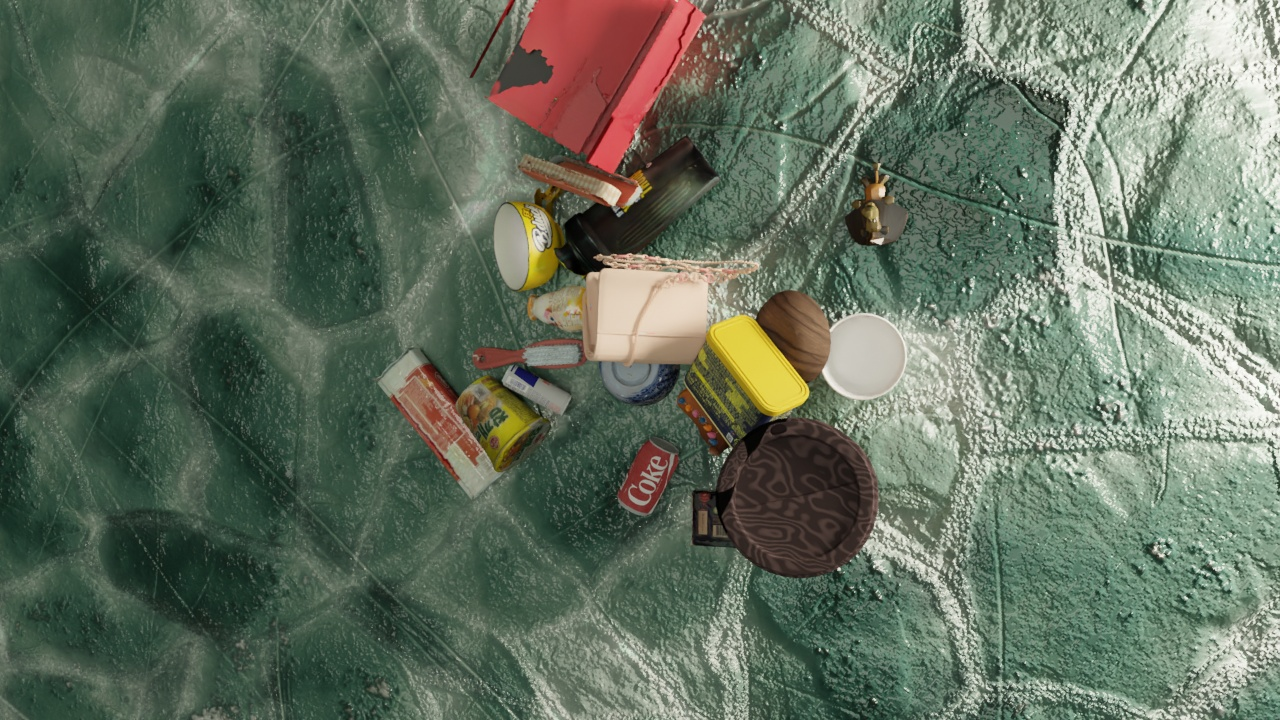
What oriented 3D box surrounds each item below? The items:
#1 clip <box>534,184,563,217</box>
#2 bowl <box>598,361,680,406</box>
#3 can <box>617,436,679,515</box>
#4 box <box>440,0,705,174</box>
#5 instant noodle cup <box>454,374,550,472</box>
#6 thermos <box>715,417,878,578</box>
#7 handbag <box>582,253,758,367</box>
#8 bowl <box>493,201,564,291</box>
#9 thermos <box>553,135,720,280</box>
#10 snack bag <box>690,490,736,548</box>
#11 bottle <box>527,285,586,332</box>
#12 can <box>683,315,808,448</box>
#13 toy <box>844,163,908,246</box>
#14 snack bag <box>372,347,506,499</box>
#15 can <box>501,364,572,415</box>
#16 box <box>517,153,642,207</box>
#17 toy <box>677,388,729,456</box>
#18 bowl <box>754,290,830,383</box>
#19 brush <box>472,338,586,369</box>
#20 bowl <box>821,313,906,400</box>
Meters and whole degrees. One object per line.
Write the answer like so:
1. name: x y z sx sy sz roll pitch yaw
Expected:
1. clip: -0.124 -0.219 1.226 0.045 0.054 0.048 1 72 -2
2. bowl: -0.007 0.007 1.212 0.114 0.045 0.114 2 96 16
3. can: 0.011 0.153 1.218 0.054 0.054 0.097 29 103 11
4. box: -0.043 -0.328 1.001 0.107 0.409 0.212 36 104 12
5. instant noodle cup: -0.192 0.081 1.252 0.108 0.102 0.102 44 105 16
6. thermos: 0.186 0.157 1.068 0.173 0.226 0.172 -2 83 12
7. handbag: 0.020 -0.054 1.096 0.198 0.187 0.116 2 87 -26
8. bowl: -0.142 -0.152 1.212 0.117 0.067 0.117 25 119 55
9. thermos: -0.005 -0.188 1.169 0.221 0.098 0.098 -38 85 10
10. snack bag: 0.142 0.211 1.205 0.155 0.018 0.074 1 95 15
11. bottle: -0.094 -0.069 1.219 0.109 0.063 0.063 3 96 14
12. can: 0.125 0.031 1.128 0.135 0.075 0.105 54 145 22
13. toy: 0.284 -0.187 1.104 0.076 0.062 0.100 -2 90 35
14. snack bag: -0.279 0.088 1.302 0.078 0.041 0.225 -42 82 15
15. can: -0.141 0.040 1.249 0.095 0.032 0.032 28 103 -4
16. box: -0.079 -0.231 1.150 0.187 0.078 0.054 28 134 43
17. toy: 0.081 0.078 1.166 0.090 0.102 0.071 41 117 -4
18. bowl: 0.177 -0.026 1.133 0.119 0.032 0.119 11 105 48
19. brush: -0.157 -0.006 1.262 0.172 0.030 0.041 -3 94 17
20. bowl: 0.273 -0.006 1.128 0.105 0.054 0.105 1 95 14
